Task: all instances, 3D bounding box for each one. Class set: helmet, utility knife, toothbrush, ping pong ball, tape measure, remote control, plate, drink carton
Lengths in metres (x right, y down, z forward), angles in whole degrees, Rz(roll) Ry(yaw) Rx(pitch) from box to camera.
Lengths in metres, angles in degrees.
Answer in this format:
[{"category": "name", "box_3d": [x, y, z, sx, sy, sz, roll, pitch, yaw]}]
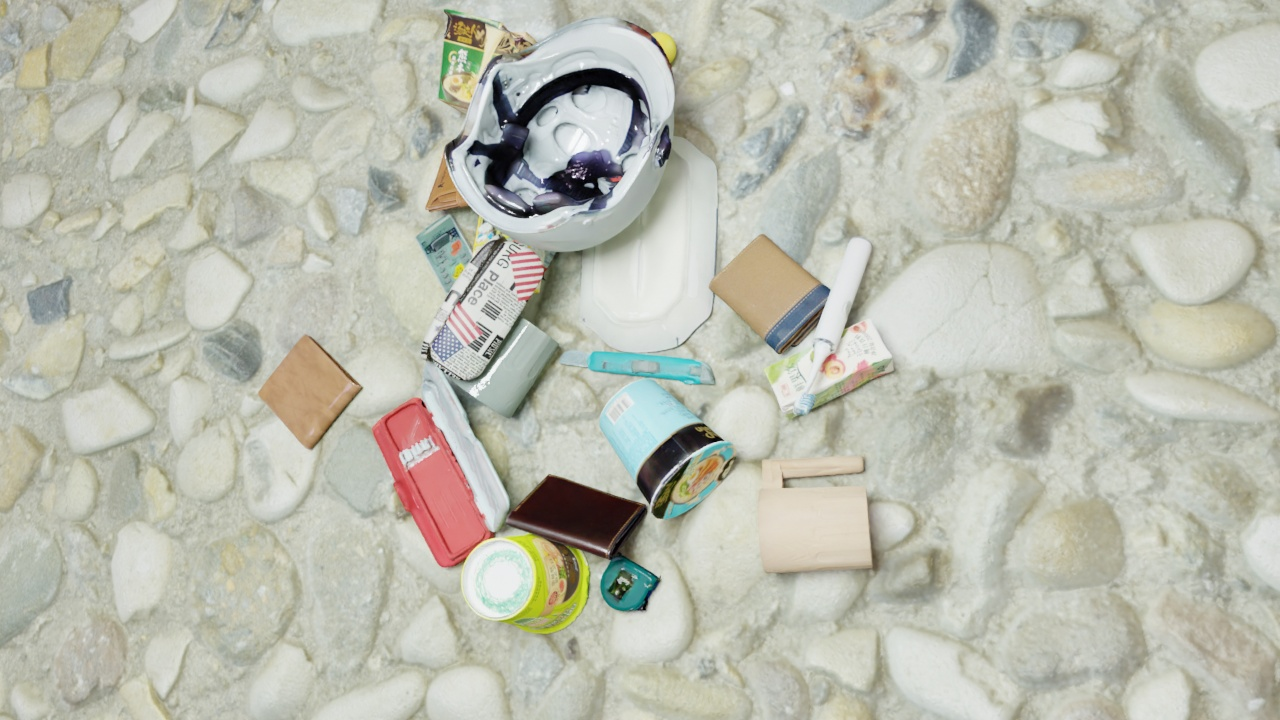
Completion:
[{"category": "helmet", "box_3d": [-0.067, -0.225, 0.995, 0.229, 0.146, 0.258, 23, 74, 20]}, {"category": "utility knife", "box_3d": [-0.006, 0.006, 1.028, 0.185, 0.013, 0.029, 5, 79, 18]}, {"category": "toothbrush", "box_3d": [0.194, -0.036, 0.931, 0.026, 0.027, 0.220, -3, 51, 43]}, {"category": "ping pong ball", "box_3d": [0.023, -0.372, 1.097, 0.040, 0.040, 0.040, -4, 76, 16]}, {"category": "tape measure", "box_3d": [-0.015, 0.237, 0.968, 0.058, 0.025, 0.054, 27, 85, 21]}, {"category": "remote control", "box_3d": [-0.224, -0.113, 1.119, 0.056, 0.019, 0.135, -34, 70, 6]}, {"category": "plate", "box_3d": [0.005, -0.141, 1.049, 0.162, 0.034, 0.265, 0, 76, 17]}, {"category": "drink carton", "box_3d": [0.195, 0.010, 0.949, 0.122, 0.045, 0.053, -27, 59, 8]}]

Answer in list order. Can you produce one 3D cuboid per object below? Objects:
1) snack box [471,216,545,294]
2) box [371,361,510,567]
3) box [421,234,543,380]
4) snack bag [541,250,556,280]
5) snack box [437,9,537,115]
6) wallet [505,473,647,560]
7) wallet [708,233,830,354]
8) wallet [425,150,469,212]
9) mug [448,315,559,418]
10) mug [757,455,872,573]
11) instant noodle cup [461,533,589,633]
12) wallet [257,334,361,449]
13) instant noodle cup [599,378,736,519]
[{"category": "snack box", "box_3d": [-0.153, -0.138, 1.075, 0.087, 0.033, 0.140, -10, 64, 29]}, {"category": "box", "box_3d": [-0.218, 0.116, 1.038, 0.158, 0.069, 0.201, -44, 66, 29]}, {"category": "box", "box_3d": [-0.171, -0.055, 1.000, 0.086, 0.075, 0.162, 33, 82, 9]}, {"category": "snack bag", "box_3d": [-0.108, -0.146, 1.088, 0.045, 0.026, 0.105, 28, 85, 35]}, {"category": "snack box", "box_3d": [-0.185, -0.348, 1.122, 0.117, 0.118, 0.105, 21, 93, 20]}, {"category": "wallet", "box_3d": [-0.066, 0.163, 0.972, 0.122, 0.096, 0.020, 15, 119, 20]}, {"category": "wallet", "box_3d": [0.143, -0.073, 0.994, 0.090, 0.033, 0.115, -45, 68, -1]}, {"category": "wallet", "box_3d": [-0.193, -0.223, 1.105, 0.131, 0.035, 0.118, -7, 54, 29]}, {"category": "mug", "box_3d": [-0.165, -0.006, 1.051, 0.124, 0.083, 0.103, 33, 86, 46]}, {"category": "mug", "box_3d": [0.173, 0.150, 0.912, 0.104, 0.084, 0.124, -5, 49, 14]}, {"category": "instant noodle cup", "box_3d": [-0.124, 0.228, 0.950, 0.112, 0.123, 0.111, -4, 76, 15]}, {"category": "wallet", "box_3d": [-0.413, 0.037, 1.140, 0.115, 0.020, 0.101, 41, 91, 24]}, {"category": "instant noodle cup", "box_3d": [0.021, 0.085, 0.960, 0.111, 0.111, 0.120, -44, 60, 3]}]
